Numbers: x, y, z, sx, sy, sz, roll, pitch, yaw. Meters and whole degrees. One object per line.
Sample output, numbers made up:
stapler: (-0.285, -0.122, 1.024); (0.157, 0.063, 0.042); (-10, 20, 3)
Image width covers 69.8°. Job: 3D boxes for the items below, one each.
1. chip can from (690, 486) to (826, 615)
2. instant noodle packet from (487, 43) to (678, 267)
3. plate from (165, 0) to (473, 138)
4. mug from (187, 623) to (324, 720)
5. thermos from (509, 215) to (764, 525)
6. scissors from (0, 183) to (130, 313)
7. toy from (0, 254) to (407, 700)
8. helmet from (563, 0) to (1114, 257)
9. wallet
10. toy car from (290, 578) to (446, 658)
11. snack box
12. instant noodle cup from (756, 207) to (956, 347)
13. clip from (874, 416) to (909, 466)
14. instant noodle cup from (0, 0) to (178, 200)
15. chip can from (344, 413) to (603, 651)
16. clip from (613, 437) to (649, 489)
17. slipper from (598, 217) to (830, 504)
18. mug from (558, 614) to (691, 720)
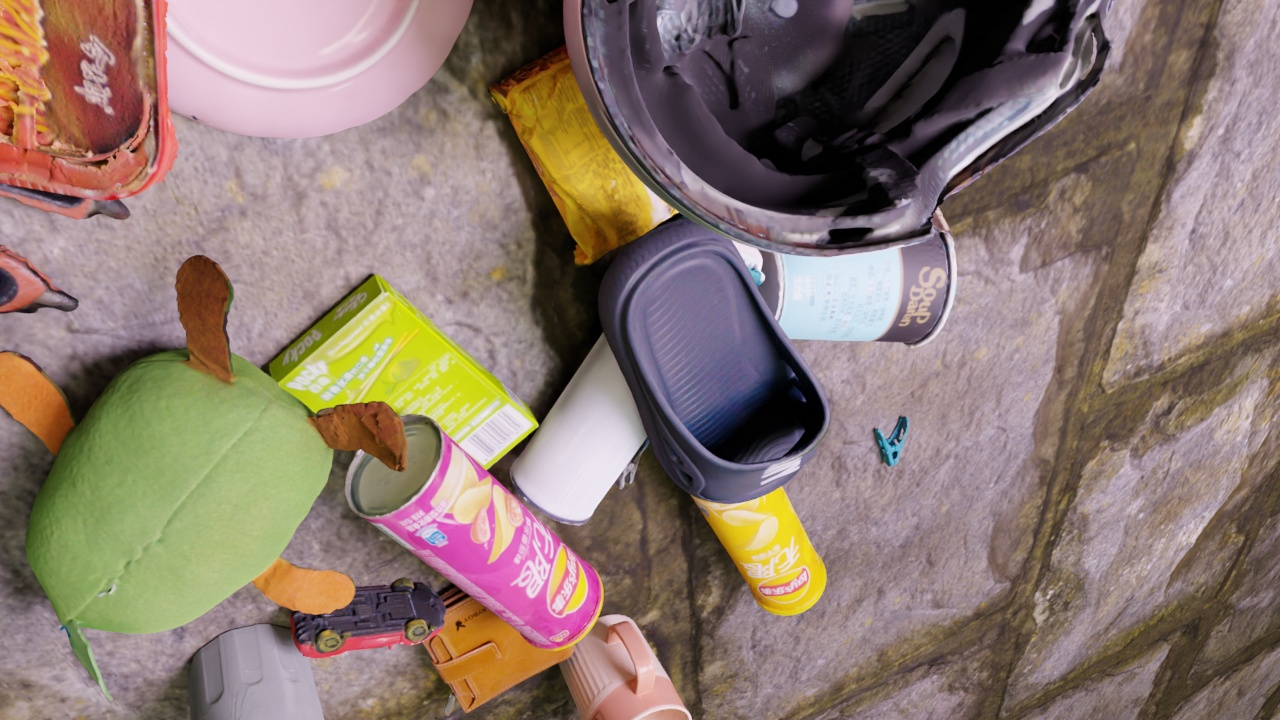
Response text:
chip can: (0.097, 0.136, 0.768); (0.072, 0.072, 0.213); (-34, 134, -4)
instant noodle packet: (-0.012, -0.125, 0.526); (0.111, 0.044, 0.128); (-28, 130, -1)
plate: (-0.157, -0.183, 0.398); (0.192, 0.039, 0.193); (-16, 130, -20)
mug: (-0.256, 0.258, 0.630); (0.083, 0.103, 0.124); (-22, 133, -16)
thermos: (-0.004, 0.004, 0.610); (0.073, 0.073, 0.225); (19, 114, -39)
scissors: (-0.347, -0.069, 0.388); (0.201, 0.015, 0.206); (-27, 133, -10)
toy: (-0.245, 0.067, 0.495); (0.227, 0.089, 0.247); (43, 108, -16)
helmet: (0.079, -0.176, 0.420); (0.230, 0.157, 0.274); (39, 82, -18)
wallet: (-0.121, 0.221, 0.735); (0.119, 0.035, 0.131); (-29, 133, -17)
toy car: (-0.191, 0.183, 0.649); (0.106, 0.049, 0.031); (0, 123, -31)
snack box: (-0.141, 0.023, 0.573); (0.086, 0.026, 0.156); (-40, 134, 2)
instant noodle cup: (0.131, -0.060, 0.625); (0.120, 0.111, 0.111); (-5, 126, -18)
clip: (0.230, 0.077, 0.844); (0.033, 0.013, 0.054); (-21, 129, -15)
instant noodle cup: (-0.239, -0.158, 0.316); (0.164, 0.079, 0.189); (11, 119, -7)
chip can: (-0.100, 0.119, 0.603); (0.071, 0.071, 0.210); (-36, 135, -2)
clip: (-0.012, 0.072, 0.690); (0.042, 0.026, 0.058); (-15, 134, -30)
slipper: (0.057, 0.030, 0.561); (0.110, 0.083, 0.268); (-35, 139, -3)
mug: (-0.015, 0.272, 0.781); (0.081, 0.106, 0.115); (-11, 128, -24)
